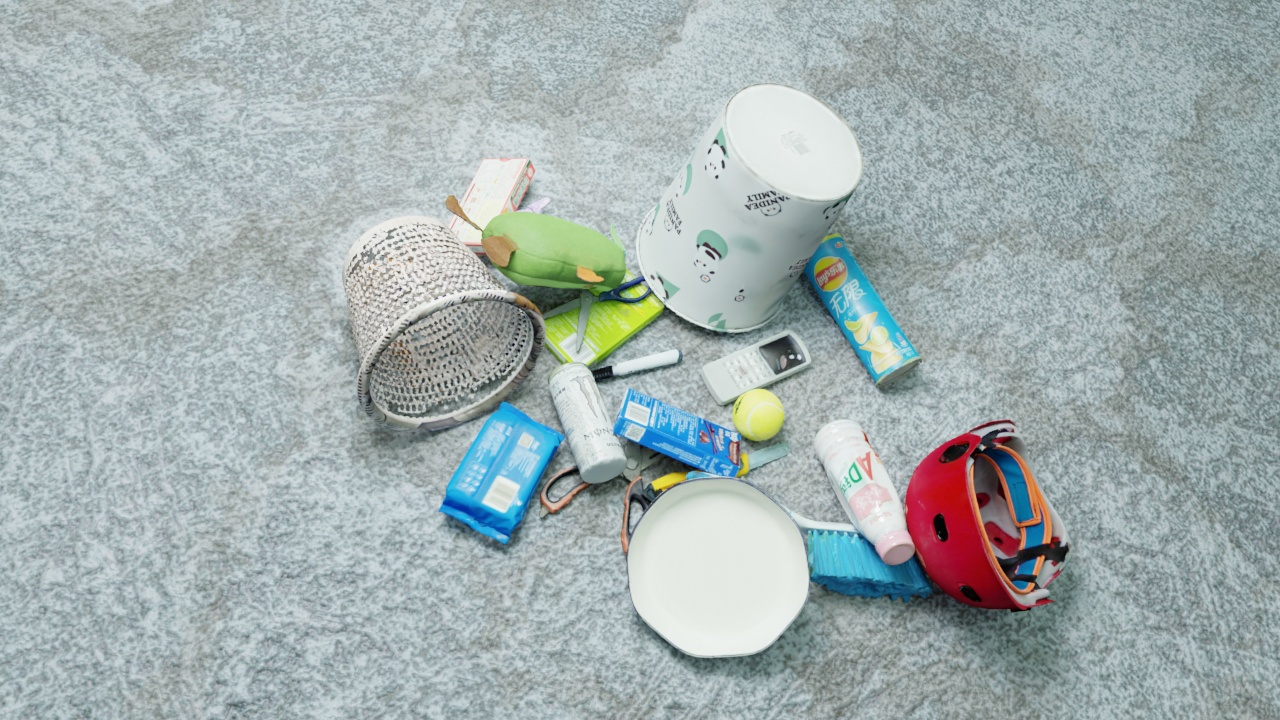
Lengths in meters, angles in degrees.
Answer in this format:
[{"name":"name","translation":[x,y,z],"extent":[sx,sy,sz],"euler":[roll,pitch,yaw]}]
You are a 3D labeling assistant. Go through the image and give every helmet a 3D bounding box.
[{"name":"helmet","translation":[0.386,0.195,1.077],"extent":[0.239,0.144,0.207],"euler":[-26,90,-50]}]

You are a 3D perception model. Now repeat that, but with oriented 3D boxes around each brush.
[{"name":"brush","translation":[0.200,0.210,1.090],"extent":[0.314,0.061,0.109],"euler":[13,56,-16]}]

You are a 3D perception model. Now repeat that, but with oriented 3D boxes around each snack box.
[{"name":"snack box","translation":[-0.206,-0.210,1.245],"extent":[0.077,0.027,0.155],"euler":[6,59,27]},{"name":"snack box","translation":[0.046,0.089,1.122],"extent":[0.157,0.026,0.084],"euler":[23,24,-3]},{"name":"snack box","translation":[-0.053,-0.053,1.212],"extent":[0.156,0.026,0.086],"euler":[-39,76,-23]}]

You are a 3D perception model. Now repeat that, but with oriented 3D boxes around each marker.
[{"name":"marker","translation":[-0.007,0.007,1.195],"extent":[0.130,0.023,0.018],"euler":[-13,81,-18]}]

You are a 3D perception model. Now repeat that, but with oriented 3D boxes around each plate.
[{"name":"plate","translation":[0.087,0.232,1.042],"extent":[0.205,0.045,0.205],"euler":[0,89,6]}]

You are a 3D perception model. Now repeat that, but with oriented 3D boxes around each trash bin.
[{"name":"trash bin","translation":[0.140,-0.198,1.170],"extent":[0.229,0.253,0.229],"euler":[9,57,-15]},{"name":"trash bin","translation":[-0.254,-0.058,1.091],"extent":[0.227,0.228,0.192],"euler":[-22,57,-19]}]

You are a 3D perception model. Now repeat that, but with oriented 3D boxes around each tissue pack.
[{"name":"tissue pack","translation":[-0.163,0.131,1.088],"extent":[0.095,0.052,0.156],"euler":[26,63,2]}]

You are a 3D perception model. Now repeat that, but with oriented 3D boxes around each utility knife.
[{"name":"utility knife","translation":[0.099,0.136,1.144],"extent":[0.219,0.015,0.033],"euler":[-17,74,-23]}]

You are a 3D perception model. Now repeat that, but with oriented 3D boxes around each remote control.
[{"name":"remote control","translation":[0.155,0.008,1.220],"extent":[0.149,0.021,0.058],"euler":[-23,70,-18]}]

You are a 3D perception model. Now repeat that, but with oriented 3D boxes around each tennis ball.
[{"name":"tennis ball","translation":[0.149,0.069,1.164],"extent":[0.065,0.066,0.065],"euler":[4,63,-8]}]

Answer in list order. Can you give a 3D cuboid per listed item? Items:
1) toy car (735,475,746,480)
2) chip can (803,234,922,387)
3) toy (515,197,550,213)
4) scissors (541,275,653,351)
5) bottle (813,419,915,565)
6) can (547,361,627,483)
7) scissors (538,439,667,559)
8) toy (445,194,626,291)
[{"name":"toy car","translation":[0.100,0.178,1.116],"extent":[0.035,0.042,0.090],"euler":[43,66,1]},{"name":"chip can","translation":[0.297,-0.069,1.254],"extent":[0.071,0.071,0.210],"euler":[-22,70,-19]},{"name":"toy","translation":[-0.150,-0.166,1.241],"extent":[0.084,0.039,0.108],"euler":[-18,66,3]},{"name":"scissors","translation":[-0.062,-0.090,1.206],"extent":[0.162,0.012,0.175],"euler":[-3,64,-10]},{"name":"bottle","translation":[0.269,0.157,1.100],"extent":[0.068,0.068,0.196],"euler":[-3,39,-11]},{"name":"can","translation":[-0.066,0.075,1.118],"extent":[0.058,0.058,0.146],"euler":[-14,58,-16]},{"name":"scissors","translation":[-0.025,0.142,1.128],"extent":[0.189,0.015,0.225],"euler":[8,62,-6]},{"name":"toy","translation":[-0.113,-0.134,1.125],"extent":[0.246,0.090,0.227],"euler":[9,21,-38]}]
